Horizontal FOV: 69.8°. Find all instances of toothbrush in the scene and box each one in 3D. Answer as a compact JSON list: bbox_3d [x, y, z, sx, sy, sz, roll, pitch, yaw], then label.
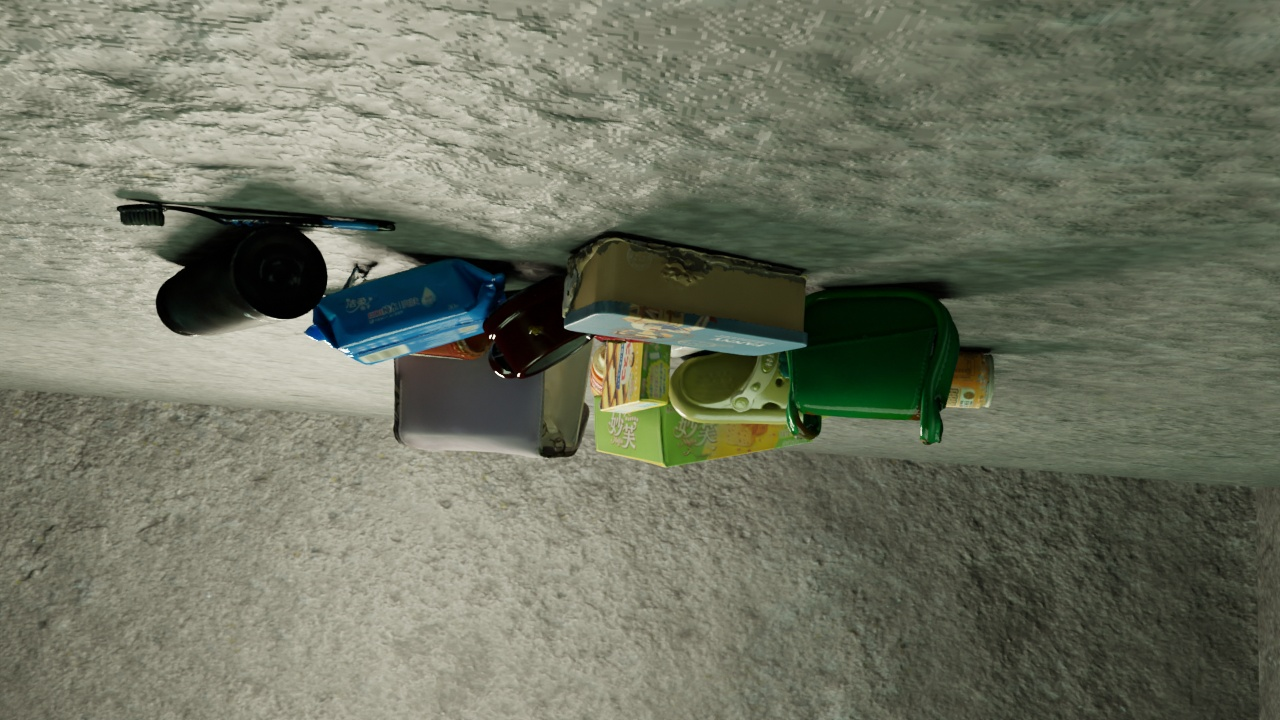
[{"bbox_3d":[-0.262,-0.094,0.627,0.189,0.016,0.014,4,180,-1],"label":"toothbrush"},{"bbox_3d":[0.046,-0.019,0.940,0.026,0.026,0.221,25,166,-16],"label":"toothbrush"}]

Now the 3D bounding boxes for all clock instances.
[{"bbox_3d":[-0.083,-0.022,0.749,0.081,0.055,0.122,-30,173,-28],"label":"clock"}]

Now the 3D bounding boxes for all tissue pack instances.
[{"bbox_3d":[-0.184,-0.040,0.742,0.157,0.052,0.095,-16,172,-6],"label":"tissue pack"}]

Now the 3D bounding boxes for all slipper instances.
[{"bbox_3d":[0.119,0.012,0.894,0.190,0.091,0.082,-7,146,6],"label":"slipper"}]

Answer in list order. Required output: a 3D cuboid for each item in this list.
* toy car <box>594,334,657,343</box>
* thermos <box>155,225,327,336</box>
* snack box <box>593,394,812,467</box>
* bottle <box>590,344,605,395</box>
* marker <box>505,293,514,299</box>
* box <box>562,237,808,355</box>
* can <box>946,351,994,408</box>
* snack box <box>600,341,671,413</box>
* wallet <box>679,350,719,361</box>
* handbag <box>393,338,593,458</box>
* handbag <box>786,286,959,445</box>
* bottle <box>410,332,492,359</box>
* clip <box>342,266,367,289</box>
[{"bbox_3d":[0.005,-0.038,0.750,0.106,0.049,0.031,2,171,21],"label":"toy car"},{"bbox_3d":[-0.324,-0.059,0.751,0.089,0.068,0.243,-7,-177,-39],"label":"thermos"},{"bbox_3d":[0.072,0.067,1.061,0.209,0.070,0.158,-5,-176,-31],"label":"snack box"},{"bbox_3d":[-0.033,0.014,1.105,0.067,0.066,0.149,4,165,4],"label":"bottle"},{"bbox_3d":[-0.136,-0.052,0.844,0.124,0.015,0.018,-4,168,38],"label":"marker"},{"bbox_3d":[0.039,-0.042,0.671,0.184,0.059,0.090,9,171,-21],"label":"box"},{"bbox_3d":[0.284,0.017,0.946,0.146,0.058,0.058,3,172,12],"label":"can"},{"bbox_3d":[-0.005,0.005,0.921,0.033,0.087,0.141,7,172,-19],"label":"snack box"},{"bbox_3d":[0.104,0.005,1.107,0.097,0.019,0.121,2,169,15],"label":"wallet"},{"bbox_3d":[-0.151,0.023,0.922,0.197,0.145,0.098,1,169,30],"label":"handbag"},{"bbox_3d":[0.178,0.005,0.714,0.131,0.120,0.068,2,166,30],"label":"handbag"},{"bbox_3d":[-0.230,-0.036,0.868,0.206,0.059,0.059,5,173,32],"label":"bottle"},{"bbox_3d":[-0.243,-0.063,0.792,0.045,0.027,0.058,26,173,-22],"label":"clip"}]
